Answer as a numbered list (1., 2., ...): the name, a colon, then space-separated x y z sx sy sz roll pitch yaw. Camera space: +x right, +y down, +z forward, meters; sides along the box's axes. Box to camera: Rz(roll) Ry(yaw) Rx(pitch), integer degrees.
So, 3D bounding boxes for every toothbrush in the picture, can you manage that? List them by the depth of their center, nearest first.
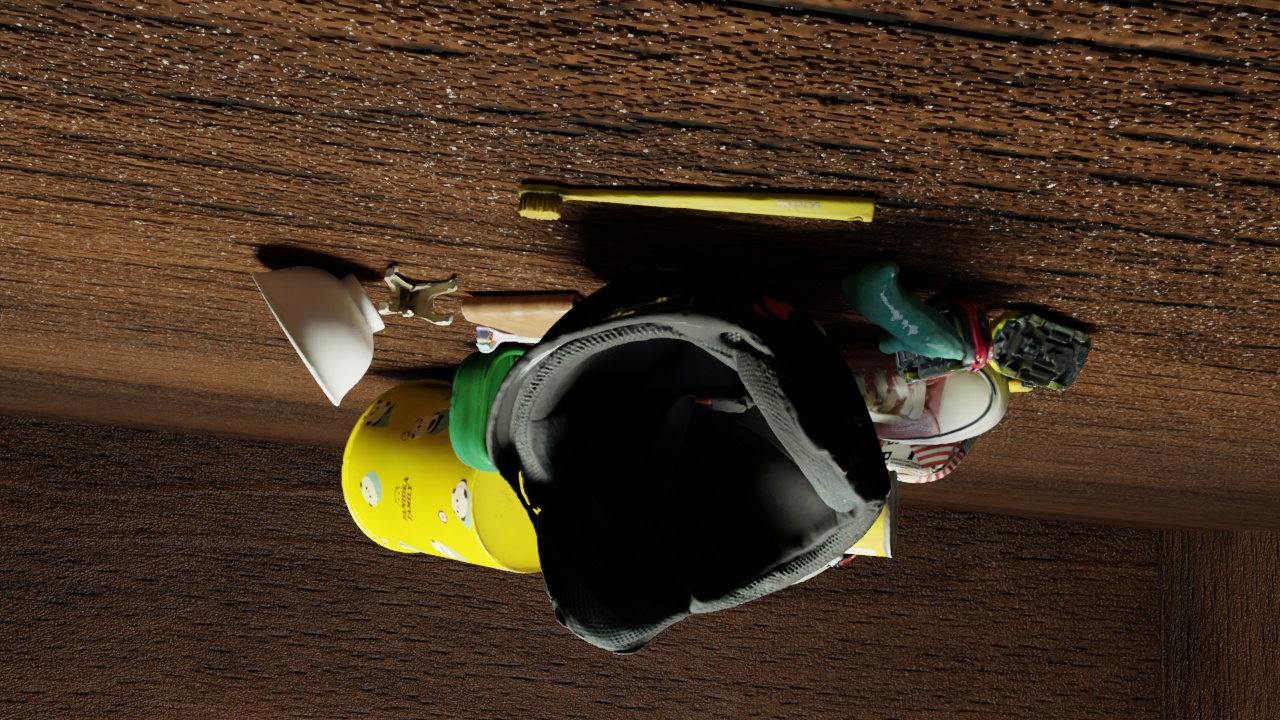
1. toothbrush: 0.027 -0.082 0.489 0.190 0.016 0.016 4 170 9
2. toothbrush: -0.060 -0.018 0.853 0.189 0.029 0.021 2 -151 8

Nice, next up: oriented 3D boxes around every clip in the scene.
1. clip: -0.188 -0.050 0.715 0.102 0.035 0.095 6 176 40

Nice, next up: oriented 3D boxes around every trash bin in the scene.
1. trash bin: -0.201 0.143 1.120 0.229 0.229 0.256 15 172 -42

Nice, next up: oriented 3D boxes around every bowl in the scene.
1. bowl: -0.240 -0.032 0.712 0.064 0.118 0.118 -32 177 -14

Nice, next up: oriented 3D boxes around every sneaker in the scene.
1. sneaker: 0.174 0.025 0.754 0.241 0.118 0.087 7 -169 20

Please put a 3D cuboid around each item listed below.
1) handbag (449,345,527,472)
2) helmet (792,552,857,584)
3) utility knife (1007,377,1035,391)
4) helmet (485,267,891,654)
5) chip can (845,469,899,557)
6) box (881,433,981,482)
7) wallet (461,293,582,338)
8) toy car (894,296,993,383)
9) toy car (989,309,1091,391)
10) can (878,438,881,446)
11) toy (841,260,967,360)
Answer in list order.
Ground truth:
1. handbag: -0.134 0.053 0.961 0.120 0.131 0.068 10 172 -39
2. helmet: 0.100 0.141 0.927 0.230 0.157 0.274 44 177 37
3. utility knife: 0.307 0.025 0.909 0.157 0.015 0.033 -3 172 33
4. helmet: 0.031 0.049 0.627 0.234 0.229 0.274 -38 114 24
5. chip can: 0.101 0.119 0.758 0.214 0.072 0.072 1 168 22
6. box: 0.270 0.054 0.821 0.069 0.052 0.163 17 -142 33
7. wallet: -0.080 -0.035 0.778 0.101 0.020 0.115 0 171 20
8. toy car: 0.218 -0.014 0.656 0.045 0.053 0.120 -10 176 -5
9. toy car: 0.288 -0.009 0.671 0.105 0.048 0.032 13 -165 -33
10. can: 0.203 0.054 0.898 0.066 0.093 0.066 5 169 1
11. toy: 0.169 -0.027 0.601 0.092 0.030 0.097 37 166 -8
